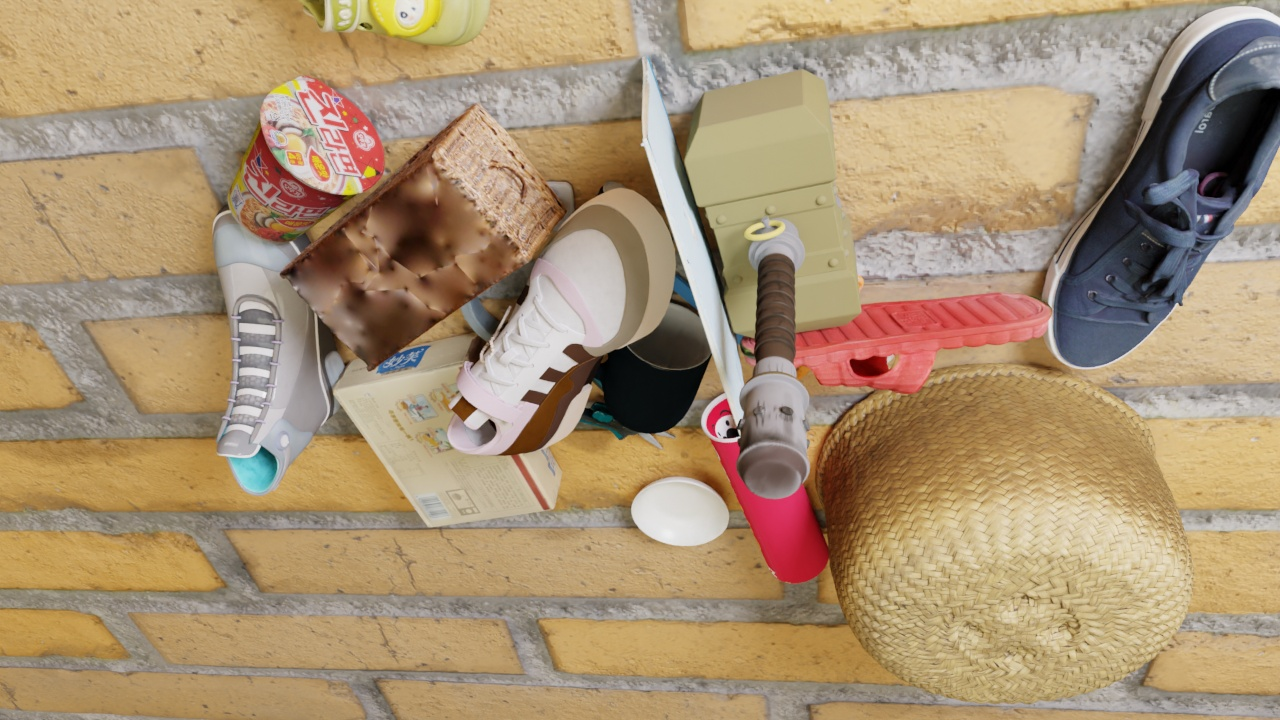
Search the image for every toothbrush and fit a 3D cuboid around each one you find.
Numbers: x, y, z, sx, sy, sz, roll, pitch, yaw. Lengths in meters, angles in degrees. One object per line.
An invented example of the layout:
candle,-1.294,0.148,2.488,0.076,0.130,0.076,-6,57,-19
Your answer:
toothbrush,0.076,-0.029,0.824,0.166,0.014,0.016,38,139,-18

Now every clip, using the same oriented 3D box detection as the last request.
clip,-0.116,-0.041,0.844,0.164,0.031,0.169,27,127,-10

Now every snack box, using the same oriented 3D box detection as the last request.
snack box,-0.190,0.076,0.934,0.153,0.055,0.207,-11,127,18

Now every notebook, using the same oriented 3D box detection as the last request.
notebook,0.042,-0.078,0.676,0.009,0.180,0.254,-15,122,11

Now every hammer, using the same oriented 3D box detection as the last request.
hammer,0.091,-0.038,0.615,0.101,0.323,0.190,-9,128,16

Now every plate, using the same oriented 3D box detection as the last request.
plate,0.043,0.156,0.981,0.104,0.026,0.104,4,131,5

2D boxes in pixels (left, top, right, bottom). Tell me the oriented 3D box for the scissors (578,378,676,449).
scissors,-0.029,0.047,0.896,0.151,0.019,0.119,3,135,-9

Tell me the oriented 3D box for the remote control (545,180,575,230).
remote control,-0.128,-0.131,0.780,0.147,0.008,0.045,2,130,9

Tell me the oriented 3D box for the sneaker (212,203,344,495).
sneaker,-0.347,-0.003,0.827,0.093,0.160,0.257,5,132,5

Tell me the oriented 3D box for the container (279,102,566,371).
container,-0.172,-0.094,0.733,0.199,0.112,0.114,-32,109,24

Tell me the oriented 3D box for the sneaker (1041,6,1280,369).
sneaker,0.377,-0.088,0.660,0.121,0.127,0.295,9,132,1

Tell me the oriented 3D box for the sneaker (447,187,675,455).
sneaker,-0.084,-0.017,0.743,0.111,0.116,0.295,50,133,12

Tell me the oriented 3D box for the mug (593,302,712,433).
mug,-0.005,0.005,0.822,0.121,0.085,0.095,14,135,-3

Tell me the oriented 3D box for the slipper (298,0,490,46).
slipper,-0.201,-0.270,0.632,0.190,0.081,0.092,16,128,-1

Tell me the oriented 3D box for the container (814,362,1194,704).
container,0.320,0.168,0.839,0.307,0.196,0.308,5,128,6

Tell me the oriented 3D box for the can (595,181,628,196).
can,-0.035,-0.110,0.768,0.031,0.031,0.081,26,129,-13

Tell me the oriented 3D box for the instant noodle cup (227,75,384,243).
instant noodle cup,-0.278,-0.149,0.741,0.100,0.100,0.113,39,132,-22

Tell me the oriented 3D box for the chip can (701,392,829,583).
chip can,0.129,0.130,0.918,0.069,0.069,0.221,-13,127,19

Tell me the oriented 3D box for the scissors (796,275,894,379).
scissors,0.173,-0.023,0.819,0.131,0.011,0.126,22,129,-9

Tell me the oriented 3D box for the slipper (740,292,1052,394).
slipper,0.208,-0.009,0.755,0.249,0.103,0.059,-7,111,4
